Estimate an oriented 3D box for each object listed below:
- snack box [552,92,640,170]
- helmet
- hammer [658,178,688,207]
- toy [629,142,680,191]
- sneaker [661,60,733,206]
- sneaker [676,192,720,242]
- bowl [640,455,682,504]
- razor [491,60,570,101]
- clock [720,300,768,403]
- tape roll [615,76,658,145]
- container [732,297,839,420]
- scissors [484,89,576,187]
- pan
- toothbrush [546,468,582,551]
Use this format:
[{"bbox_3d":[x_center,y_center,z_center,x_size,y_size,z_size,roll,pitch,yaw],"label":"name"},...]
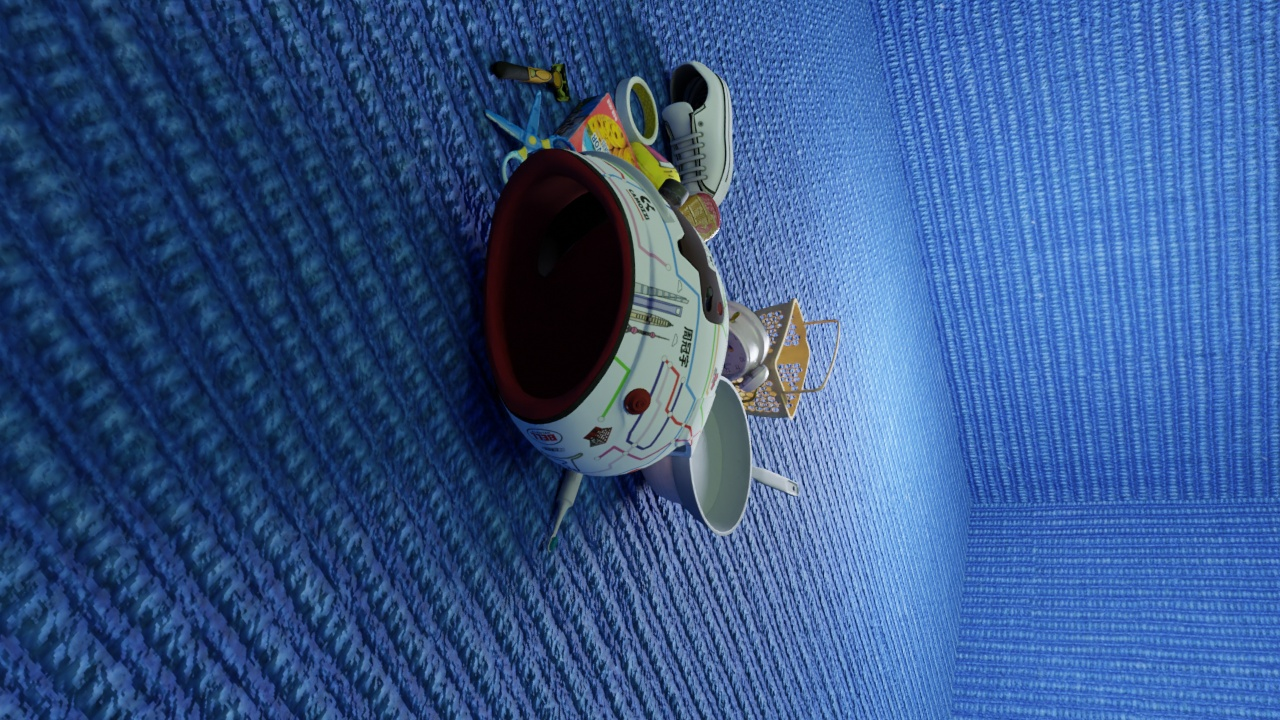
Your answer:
[{"bbox_3d":[-0.052,-0.232,1.129,0.143,0.040,0.144,65,33,-32],"label":"snack box"},{"bbox_3d":[-0.025,-0.042,0.931,0.235,0.231,0.314,4,88,-54],"label":"helmet"},{"bbox_3d":[0.049,-0.085,1.175,0.119,0.033,0.330,-54,150,-15],"label":"hammer"},{"bbox_3d":[0.016,-0.259,1.240,0.094,0.041,0.095,49,19,6],"label":"toy"},{"bbox_3d":[0.075,-0.334,1.353,0.097,0.091,0.245,21,68,-47],"label":"sneaker"},{"bbox_3d":[0.009,-0.136,1.204,0.241,0.091,0.116,-41,117,-35],"label":"sneaker"},{"bbox_3d":[0.043,0.118,1.203,0.153,0.076,0.153,18,69,-59],"label":"bowl"},{"bbox_3d":[-0.122,-0.322,1.039,0.143,0.021,0.044,-19,102,-60],"label":"razor"},{"bbox_3d":[0.130,-0.008,1.358,0.058,0.117,0.158,-41,122,-45],"label":"clock"},{"bbox_3d":[-0.005,-0.343,1.266,0.094,0.019,0.094,21,66,-60],"label":"tape roll"},{"bbox_3d":[0.241,0.000,1.509,0.129,0.167,0.182,65,32,-32],"label":"container"},{"bbox_3d":[-0.121,-0.234,0.998,0.125,0.014,0.130,29,67,-34],"label":"scissors"},{"bbox_3d":[0.132,0.143,1.228,0.356,0.051,0.200,33,58,-57],"label":"pan"},{"bbox_3d":[-0.076,0.132,1.033,0.018,0.019,0.187,56,38,-39],"label":"toothbrush"}]
